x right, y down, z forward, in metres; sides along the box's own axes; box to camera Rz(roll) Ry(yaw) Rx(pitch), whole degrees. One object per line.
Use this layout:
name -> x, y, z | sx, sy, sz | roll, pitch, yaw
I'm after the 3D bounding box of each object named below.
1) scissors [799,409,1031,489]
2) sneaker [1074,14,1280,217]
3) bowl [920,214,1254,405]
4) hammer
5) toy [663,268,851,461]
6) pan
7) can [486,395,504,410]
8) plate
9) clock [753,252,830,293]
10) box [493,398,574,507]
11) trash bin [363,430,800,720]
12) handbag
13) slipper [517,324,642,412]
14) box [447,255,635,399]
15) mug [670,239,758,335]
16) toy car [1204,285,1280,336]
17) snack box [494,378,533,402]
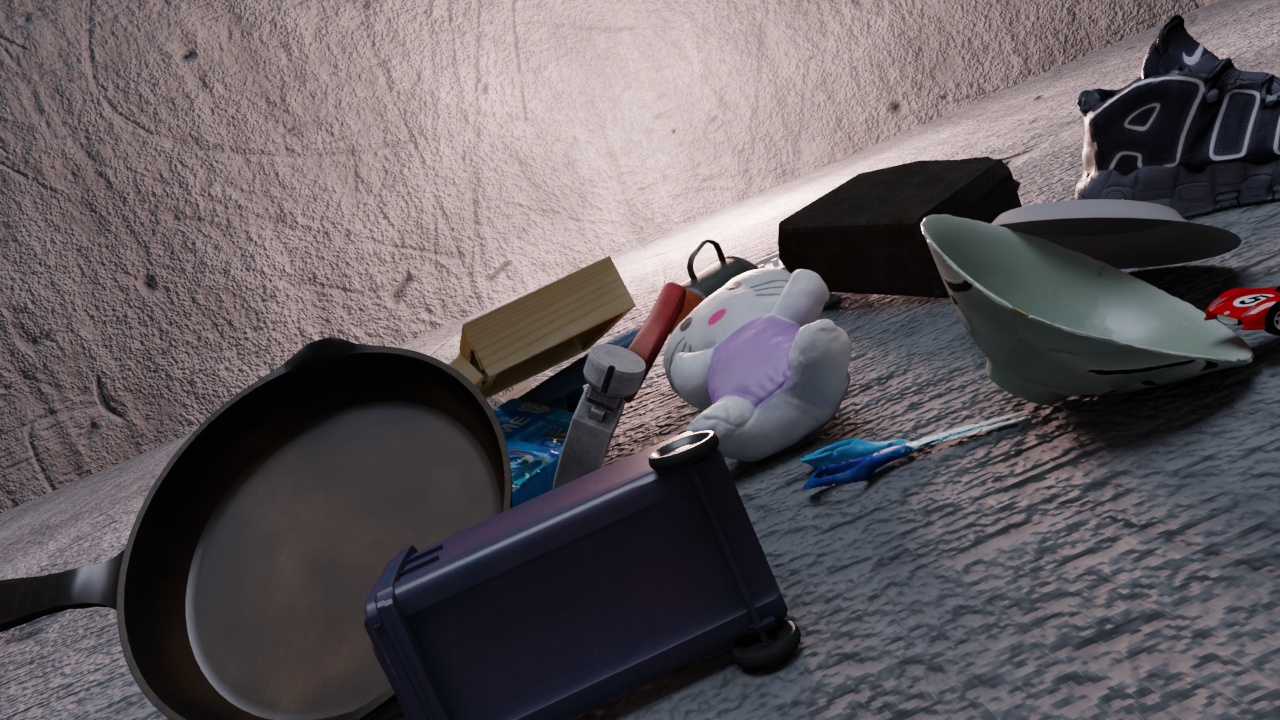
scissors -> 0.151, 0.049, 0.501 | 0.134, 0.016, 0.073 | -14, 8, 16
sneaker -> 0.455, -0.200, 0.704 | 0.253, 0.151, 0.097 | -11, 15, 44
bowl -> 0.216, -0.014, 0.487 | 0.174, 0.068, 0.174 | 14, 26, -7
hammer -> -0.004, 0.004, 0.711 | 0.036, 0.126, 0.315 | 21, 24, 4
toy -> 0.085, -0.002, 0.656 | 0.138, 0.085, 0.209 | -42, 16, 9
pan -> -0.236, 0.115, 0.519 | 0.356, 0.043, 0.248 | -15, 54, 6
can -> -0.183, 0.073, 0.955 | 0.044, 0.044, 0.106 | -14, 14, 36
plate -> 0.289, -0.083, 0.600 | 0.173, 0.019, 0.173 | 4, -3, 0
clock -> 0.168, -0.095, 1.013 | 0.158, 0.061, 0.120 | -32, 15, -36
box -> -0.145, 0.093, 0.664 | 0.167, 0.075, 0.243 | -21, 6, 26
trash bin -> -0.029, 0.100, 0.396 | 0.161, 0.094, 0.092 | -24, 6, -5
handbag -> 0.270, -0.136, 0.890 | 0.199, 0.102, 0.197 | -36, 23, -22
slipper -> -0.067, 0.037, 0.865 | 0.214, 0.059, 0.103 | -34, 3, 6
box -> -0.136, 0.021, 0.766 | 0.256, 0.076, 0.247 | -40, 1, -14
mug -> 0.073, -0.063, 0.918 | 0.081, 0.111, 0.085 | -32, 18, -34
toy car -> 0.329, -0.031, 0.447 | 0.089, 0.025, 0.038 | -9, 12, 1
snack box -> -0.223, 0.067, 0.984 | 0.044, 0.076, 0.272 | -8, 17, 42
